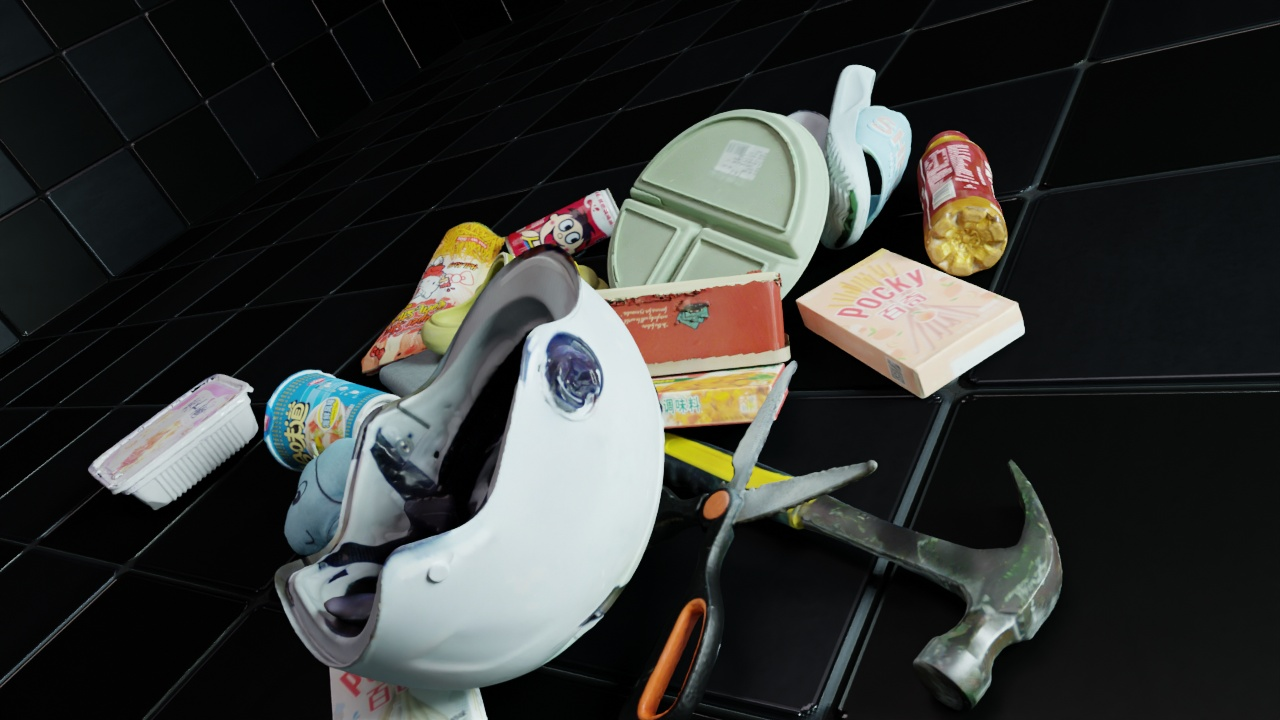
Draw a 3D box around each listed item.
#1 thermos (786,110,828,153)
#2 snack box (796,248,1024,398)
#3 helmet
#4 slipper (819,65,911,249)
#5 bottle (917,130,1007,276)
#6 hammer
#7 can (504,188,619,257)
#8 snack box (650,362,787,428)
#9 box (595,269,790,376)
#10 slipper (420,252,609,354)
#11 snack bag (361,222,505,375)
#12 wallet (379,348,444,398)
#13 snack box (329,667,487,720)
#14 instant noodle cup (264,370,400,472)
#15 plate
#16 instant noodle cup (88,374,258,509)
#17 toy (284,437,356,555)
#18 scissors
[{"bbox_3d":[0.133,-0.160,0.877,0.073,0.073,0.223,-7,34,33],"label":"thermos"},{"bbox_3d":[0.185,-0.032,0.655,0.084,0.026,0.157,-31,28,-7],"label":"snack box"},{"bbox_3d":[-0.072,0.073,0.530,0.230,0.146,0.257,-25,34,46],"label":"helmet"},{"bbox_3d":[0.202,-0.186,0.826,0.074,0.104,0.244,9,44,9],"label":"slipper"},{"bbox_3d":[0.252,-0.133,0.732,0.058,0.057,0.174,-15,30,23],"label":"bottle"},{"bbox_3d":[0.089,0.082,0.543,0.126,0.032,0.324,-40,30,-23],"label":"hammer"},{"bbox_3d":[-0.086,-0.148,1.061,0.133,0.053,0.053,-25,28,4],"label":"can"},{"bbox_3d":[0.021,0.027,0.643,0.156,0.027,0.077,-5,9,16],"label":"snack box"},{"bbox_3d":[0.023,-0.034,0.686,0.168,0.077,0.091,-6,9,9],"label":"box"},{"bbox_3d":[-0.121,-0.061,0.885,0.190,0.082,0.091,-17,26,-15],"label":"slipper"},{"bbox_3d":[-0.233,-0.068,1.061,0.129,0.073,0.207,-8,41,31],"label":"snack bag"},{"bbox_3d":[-0.181,0.016,0.884,0.106,0.037,0.130,-27,27,-24],"label":"wallet"},{"bbox_3d":[-0.144,0.199,0.557,0.084,0.027,0.157,-31,29,-7],"label":"snack box"},{"bbox_3d":[-0.268,0.062,0.837,0.110,0.099,0.099,6,42,33],"label":"instant noodle cup"},{"bbox_3d":[0.056,-0.118,0.795,0.231,0.027,0.229,-20,58,35],"label":"plate"},{"bbox_3d":[-0.508,0.094,1.021,0.138,0.060,0.173,9,43,48],"label":"instant noodle cup"},{"bbox_3d":[-0.236,0.114,0.737,0.162,0.049,0.156,-44,45,17],"label":"toy"},{"bbox_3d":[0.035,0.097,0.521,0.221,0.021,0.229,-7,50,54],"label":"scissors"}]
